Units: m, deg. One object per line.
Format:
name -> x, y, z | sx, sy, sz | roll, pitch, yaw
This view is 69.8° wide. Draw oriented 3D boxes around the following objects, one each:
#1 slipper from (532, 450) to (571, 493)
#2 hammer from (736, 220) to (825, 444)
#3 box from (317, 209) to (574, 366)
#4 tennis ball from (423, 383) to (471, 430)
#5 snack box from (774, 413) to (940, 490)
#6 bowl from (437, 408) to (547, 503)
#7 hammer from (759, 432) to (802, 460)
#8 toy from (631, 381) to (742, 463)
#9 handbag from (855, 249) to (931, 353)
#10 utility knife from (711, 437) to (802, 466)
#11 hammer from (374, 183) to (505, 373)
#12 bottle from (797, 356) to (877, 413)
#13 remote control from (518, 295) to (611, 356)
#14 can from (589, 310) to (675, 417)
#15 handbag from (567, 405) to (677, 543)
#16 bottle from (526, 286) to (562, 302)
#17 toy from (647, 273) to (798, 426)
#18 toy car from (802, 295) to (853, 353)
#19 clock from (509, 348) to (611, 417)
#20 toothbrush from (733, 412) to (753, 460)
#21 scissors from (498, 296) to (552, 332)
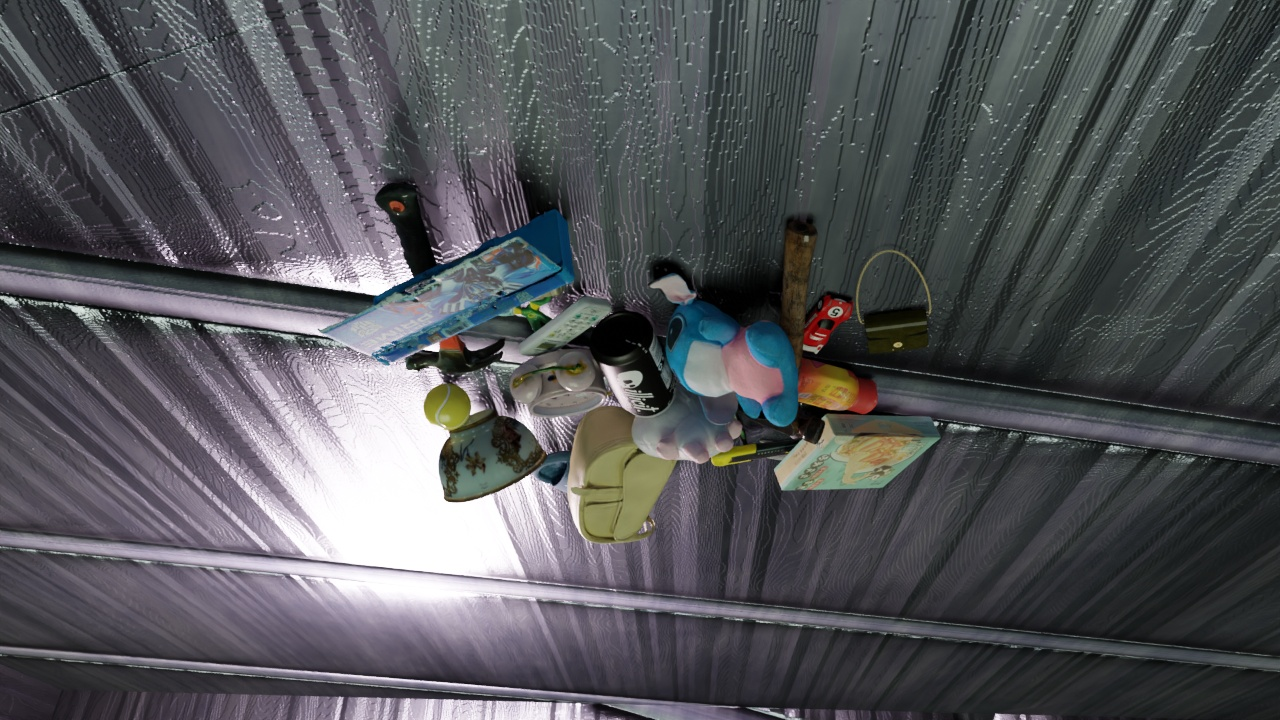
slipper -> -0.075, 0.196, 1.470 | 0.213, 0.059, 0.104 | 16, 147, -22
hammer -> 0.170, -0.029, 1.085 | 0.120, 0.033, 0.331 | 20, 141, 22
box -> -0.200, -0.086, 0.951 | 0.244, 0.114, 0.114 | -23, 141, 17
tennis ball -> -0.267, 0.064, 1.271 | 0.065, 0.065, 0.065 | 2, 147, 1
snack box -> 0.307, 0.131, 1.306 | 0.193, 0.044, 0.142 | 3, 142, -28
bowl -> -0.226, 0.126, 1.319 | 0.160, 0.159, 0.094 | -16, 103, 26
hammer -> 0.172, 0.063, 1.275 | 0.125, 0.029, 0.311 | -19, 141, 29
toy -> 0.065, 0.090, 1.214 | 0.138, 0.179, 0.101 | -17, 112, -14
handbag -> 0.294, -0.067, 1.068 | 0.084, 0.027, 0.178 | -7, 144, 15
utility knife -> 0.187, 0.129, 1.330 | 0.174, 0.020, 0.029 | -12, 143, 17
hammer -> -0.246, -0.084, 1.075 | 0.133, 0.033, 0.334 | 2, 147, 4
bottle -> 0.247, 0.035, 1.207 | 0.134, 0.048, 0.072 | 15, 146, -18
remote control -> -0.094, -0.042, 1.117 | 0.050, 0.022, 0.134 | 6, 150, -47
can -> -0.007, 0.007, 1.151 | 0.080, 0.080, 0.146 | -7, 146, 14
handbag -> -0.027, 0.182, 1.361 | 0.190, 0.088, 0.233 | 7, 127, -23
bottle -> -0.144, -0.083, 1.043 | 0.110, 0.042, 0.043 | -11, 147, -1
toy -> 0.099, -0.012, 1.066 | 0.192, 0.098, 0.224 | 19, 141, 48
toy car -> 0.220, -0.044, 1.108 | 0.038, 0.025, 0.090 | 12, 146, -15
clock -> -0.102, 0.027, 1.169 | 0.117, 0.058, 0.158 | -15, 162, 8
toothbrush -> 0.144, 0.097, 1.347 | 0.014, 0.017, 0.188 | -11, 142, 13
scissors -> -0.142, -0.057, 1.123 | 0.112, 0.012, 0.131 | -3, 148, 1
